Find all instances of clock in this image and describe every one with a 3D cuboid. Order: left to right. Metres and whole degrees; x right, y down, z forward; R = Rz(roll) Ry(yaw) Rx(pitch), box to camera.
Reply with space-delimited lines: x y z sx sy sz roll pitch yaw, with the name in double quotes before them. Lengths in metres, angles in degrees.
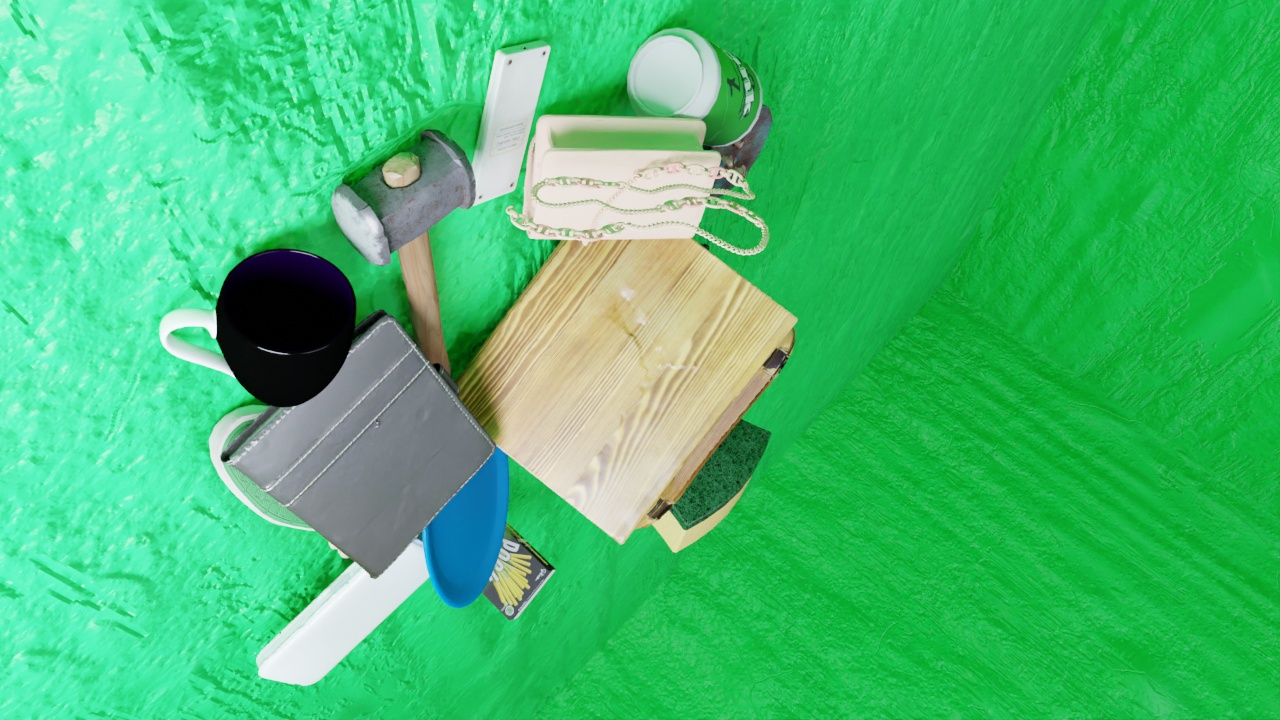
"clock" 0.074 -0.219 0.981 0.157 0.073 0.121 -50 162 3

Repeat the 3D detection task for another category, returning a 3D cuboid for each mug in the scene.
"mug" -0.257 -0.013 0.620 0.118 0.084 0.100 -4 151 -25

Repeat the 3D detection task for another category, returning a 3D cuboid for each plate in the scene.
"plate" -0.194 0.153 0.999 0.224 0.024 0.224 2 89 -77

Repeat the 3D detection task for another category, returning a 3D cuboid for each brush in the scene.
"brush" 0.027 0.110 1.228 0.194 0.250 0.075 -41 160 -36

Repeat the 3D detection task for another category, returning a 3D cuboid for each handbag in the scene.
"handbag" -0.019 -0.108 0.757 0.198 0.187 0.117 -2 139 -16

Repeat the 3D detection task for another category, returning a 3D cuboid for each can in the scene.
"can" 0.052 -0.249 0.847 0.088 0.088 0.139 -57 161 20

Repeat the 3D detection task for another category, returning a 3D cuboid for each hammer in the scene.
"hammer" -0.181 -0.053 0.760 0.097 0.052 0.329 -41 163 -26

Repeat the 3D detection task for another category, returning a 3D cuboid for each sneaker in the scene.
"sneaker" -0.281 0.096 0.786 0.084 0.079 0.235 -56 146 -9

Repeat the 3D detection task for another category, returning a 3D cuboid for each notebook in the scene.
"notebook" -0.217 0.073 0.760 0.169 0.029 0.209 -48 145 -18

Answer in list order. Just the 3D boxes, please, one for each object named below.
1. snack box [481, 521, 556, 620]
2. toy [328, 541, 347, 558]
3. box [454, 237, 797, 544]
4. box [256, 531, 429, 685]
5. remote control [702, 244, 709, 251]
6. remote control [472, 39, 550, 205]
"snack box" -0.187 0.245 1.156 0.080 0.147 0.025 -52 162 5
"toy" -0.280 0.164 0.946 0.091 0.046 0.115 -29 159 -50
"box" -0.001 0.010 0.966 0.279 0.258 0.220 -52 174 1
"box" -0.302 0.263 1.000 0.210 0.084 0.186 -43 170 -6
"remote control" 0.056 -0.128 1.217 0.124 0.009 0.047 -23 148 -54
"remote control" -0.106 -0.185 0.722 0.050 0.011 0.136 -33 155 -43
